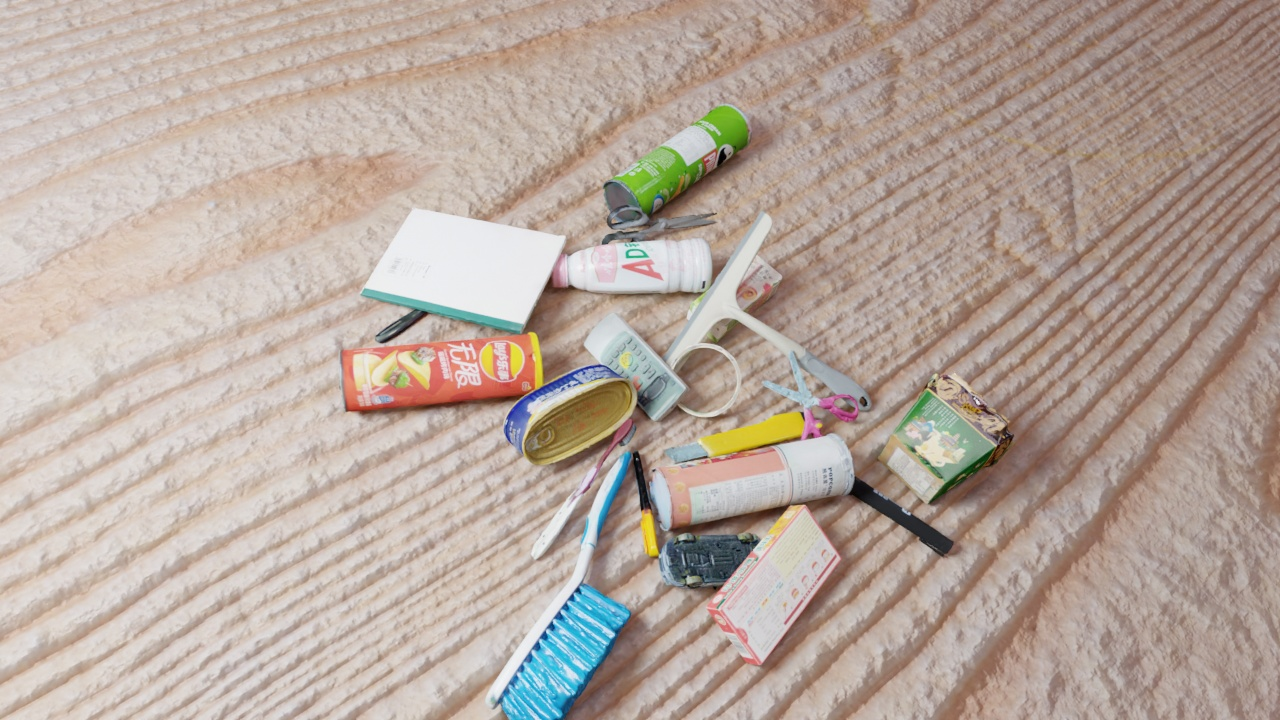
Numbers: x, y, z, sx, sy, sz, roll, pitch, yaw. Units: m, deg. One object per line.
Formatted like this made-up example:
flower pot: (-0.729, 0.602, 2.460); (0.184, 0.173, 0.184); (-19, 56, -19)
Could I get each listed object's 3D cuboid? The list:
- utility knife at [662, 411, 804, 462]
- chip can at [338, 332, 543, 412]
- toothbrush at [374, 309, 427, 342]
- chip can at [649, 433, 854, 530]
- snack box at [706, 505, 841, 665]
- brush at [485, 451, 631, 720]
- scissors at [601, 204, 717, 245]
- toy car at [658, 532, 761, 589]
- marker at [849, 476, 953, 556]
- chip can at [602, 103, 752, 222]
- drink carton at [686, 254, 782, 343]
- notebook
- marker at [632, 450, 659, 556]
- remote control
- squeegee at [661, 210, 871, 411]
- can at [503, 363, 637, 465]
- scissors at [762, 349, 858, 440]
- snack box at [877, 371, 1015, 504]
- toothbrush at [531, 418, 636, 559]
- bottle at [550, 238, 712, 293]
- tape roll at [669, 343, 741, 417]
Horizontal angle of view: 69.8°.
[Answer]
utility knife: (0.116, 0.089, 1.059); (0.196, 0.015, 0.033); (-11, 61, -20)
chip can: (-0.218, 0.012, 1.011); (0.216, 0.073, 0.073); (-4, 59, -13)
toothbrush: (-0.242, -0.073, 1.096); (0.015, 0.018, 0.180); (44, 62, 13)
chip can: (0.121, 0.132, 1.001); (0.214, 0.071, 0.071); (-9, 60, -16)
snack box: (0.141, 0.229, 0.950); (0.155, 0.027, 0.077); (-42, 104, -30)
brush: (-0.052, 0.227, 0.922); (0.109, 0.061, 0.313); (30, 54, 13)
scissors: (0.029, -0.182, 1.187); (0.173, 0.141, 0.014); (-36, 52, -3)
toy car: (0.078, 0.211, 0.965); (0.120, 0.037, 0.054); (1, 59, -22)
marker: (0.292, 0.176, 1.039); (0.132, 0.020, 0.022); (34, 87, 10)
chip can: (0.052, -0.267, 1.242); (0.072, 0.072, 0.235); (42, 60, 16)
drink carton: (0.119, -0.080, 1.152); (0.053, 0.046, 0.122); (43, 60, 15)
notebook: (-0.211, -0.113, 1.103); (0.209, 0.012, 0.150); (13, 57, 13)
marker: (0.003, 0.154, 0.996); (0.015, 0.018, 0.123); (-7, 58, -6)
remote control: (-0.006, 0.006, 1.070); (0.056, 0.019, 0.135); (-47, 72, 13)
squeegee: (0.179, -0.010, 1.092); (0.246, 0.039, 0.246); (35, 86, -5)
can: (-0.076, 0.057, 1.003); (0.147, 0.075, 0.049); (-27, 38, -26)
scissors: (0.204, 0.048, 1.073); (0.124, 0.017, 0.133); (-19, 91, -19)
snack box: (0.341, 0.095, 1.054); (0.105, 0.118, 0.118); (-38, 68, -16)
toothbrush: (-0.059, 0.138, 0.987); (0.016, 0.017, 0.187); (14, 58, 40)
bottle: (-0.012, -0.114, 1.136); (0.197, 0.068, 0.068); (-3, 58, -7)
tape roll: (0.075, 0.023, 1.069); (0.086, 0.014, 0.086); (0, 89, 6)
